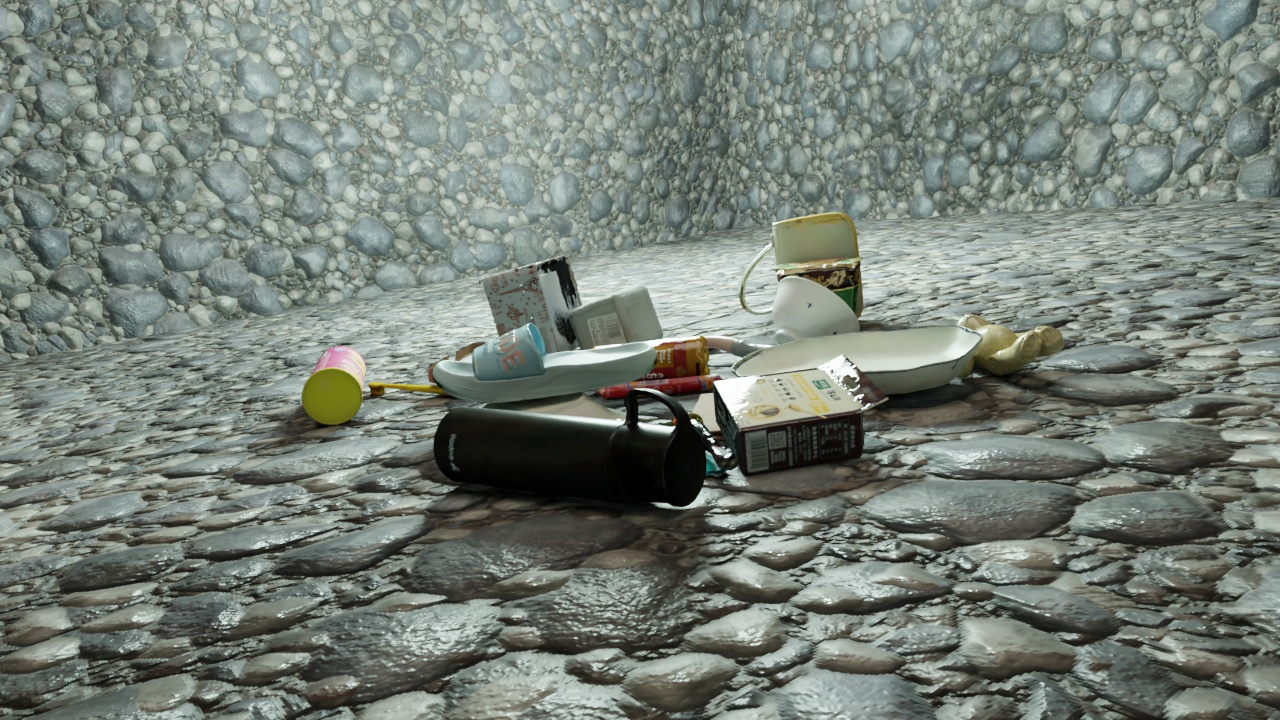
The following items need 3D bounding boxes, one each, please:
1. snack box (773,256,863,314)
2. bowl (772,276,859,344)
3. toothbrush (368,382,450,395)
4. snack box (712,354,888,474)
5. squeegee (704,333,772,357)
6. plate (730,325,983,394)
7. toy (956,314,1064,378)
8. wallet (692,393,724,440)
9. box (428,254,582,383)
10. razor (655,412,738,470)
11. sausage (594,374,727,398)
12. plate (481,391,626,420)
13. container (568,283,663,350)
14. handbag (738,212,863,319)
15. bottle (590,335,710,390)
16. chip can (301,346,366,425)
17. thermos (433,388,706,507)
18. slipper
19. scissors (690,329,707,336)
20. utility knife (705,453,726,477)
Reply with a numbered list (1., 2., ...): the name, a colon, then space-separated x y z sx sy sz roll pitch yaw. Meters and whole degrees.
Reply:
1. snack box: 0.248 -0.083 1.264 0.118 0.105 0.117 -3 10 17
2. bowl: 0.206 -0.042 1.149 0.064 0.118 0.118 -52 29 -17
3. toothbrush: -0.299 0.041 1.232 0.190 0.016 0.015 2 13 34
4. snack box: 0.134 0.044 0.792 0.125 0.053 0.113 -7 20 -4
5. squeegee: 0.116 -0.011 1.157 0.250 0.040 0.247 5 16 44
6. plate: 0.225 0.005 0.972 0.266 0.034 0.161 -4 15 37
7. toy: 0.371 -0.017 0.944 0.105 0.066 0.157 -26 6 -7
8. wallet: 0.098 0.053 0.899 0.101 0.020 0.115 -6 14 16
9. box: -0.187 -0.043 1.255 0.193 0.156 0.182 -12 8 12
10. razor: 0.052 0.066 0.794 0.042 0.022 0.143 -5 13 -15
11. sausage: 0.023 0.031 1.056 0.156 0.020 0.020 -5 11 11
12. plate: -0.111 0.059 0.968 0.163 0.034 0.165 -18 14 -42
13. container: -0.036 -0.047 1.252 0.090 0.090 0.114 -20 3 20
14. handbag: 0.232 -0.130 1.357 0.179 0.163 0.063 -6 10 10
15. bottle: -0.007 0.006 1.099 0.175 0.057 0.057 -6 11 11
16. chip can: -0.401 0.029 1.217 0.071 0.071 0.210 -10 11 -13
17. thermos: -0.062 0.066 0.756 0.243 0.090 0.068 0 -3 35
18. slipper: -0.106 -0.003 0.992 0.245 0.074 0.104 -6 12 1
19. scissors: 0.006 -0.011 1.207 0.175 0.014 0.159 -21 0 9
20. utility knife: 0.033 0.081 0.817 0.029 0.013 0.157 -14 15 -23
